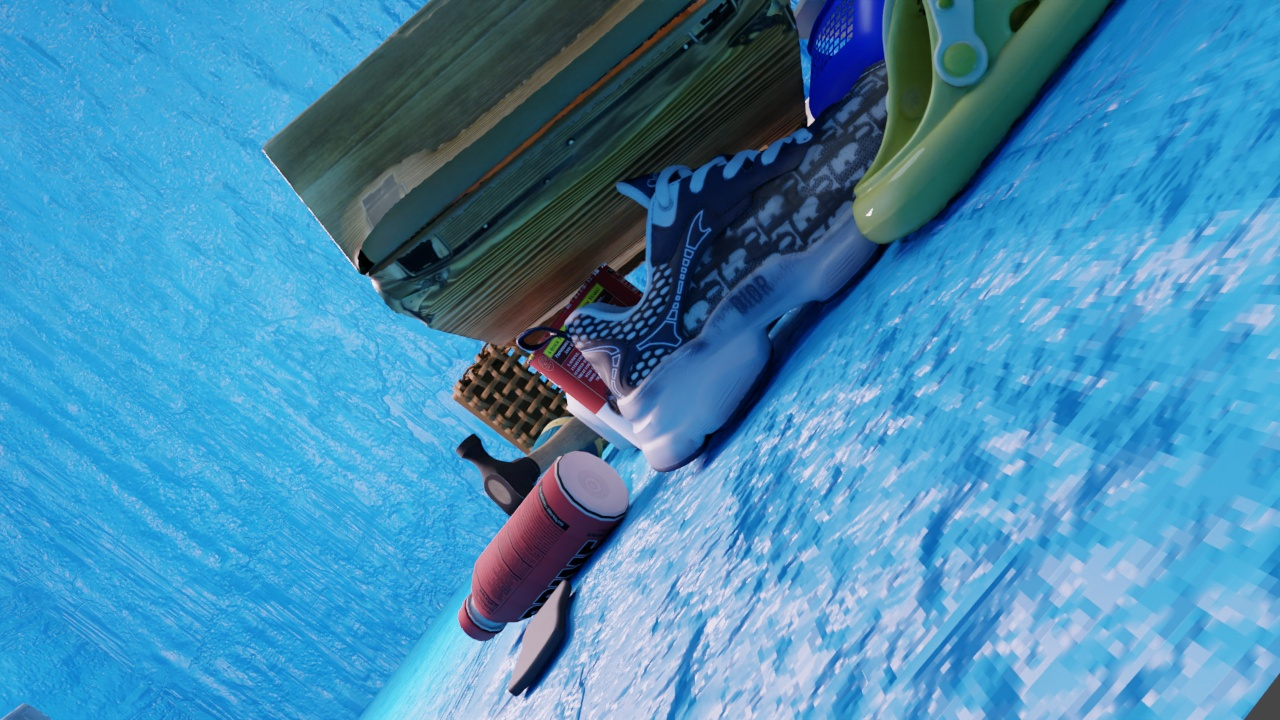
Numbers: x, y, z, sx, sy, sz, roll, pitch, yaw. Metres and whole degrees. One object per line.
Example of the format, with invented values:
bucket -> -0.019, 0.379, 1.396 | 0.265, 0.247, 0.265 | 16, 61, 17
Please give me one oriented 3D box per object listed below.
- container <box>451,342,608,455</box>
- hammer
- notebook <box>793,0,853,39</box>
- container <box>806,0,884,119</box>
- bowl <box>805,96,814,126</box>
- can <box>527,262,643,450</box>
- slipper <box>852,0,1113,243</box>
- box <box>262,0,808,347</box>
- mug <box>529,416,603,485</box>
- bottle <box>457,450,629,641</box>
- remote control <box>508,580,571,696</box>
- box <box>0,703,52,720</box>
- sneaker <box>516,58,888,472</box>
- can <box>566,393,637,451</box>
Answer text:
container -> -0.105, 0.009, 1.374 | 0.214, 0.219, 0.251 | -52, 2, 13
hammer -> -0.070, 0.089, 1.046 | 0.040, 0.132, 0.304 | -51, -10, 31
notebook -> 0.181, -0.233, 0.535 | 0.209, 0.153, 0.012 | 150, 116, -84
container -> 0.155, -0.182, 0.558 | 0.114, 0.096, 0.058 | 128, 148, -77
bowl -> 0.234, -0.291, 0.973 | 0.151, 0.075, 0.150 | -53, 1, 2
can -> -0.004, 0.004, 0.615 | 0.086, 0.116, 0.086 | -52, 2, 2
slipper -> 0.143, -0.143, 0.412 | 0.190, 0.081, 0.091 | -55, -1, 1
box -> -0.047, -0.149, 0.588 | 0.279, 0.168, 0.245 | -37, -4, 6
mug -> -0.099, 0.137, 1.114 | 0.107, 0.083, 0.114 | -72, 7, -73
bottle -> -0.080, 0.145, 0.674 | 0.177, 0.062, 0.062 | -51, 2, 28
remote control -> -0.058, 0.166, 0.554 | 0.046, 0.009, 0.124 | -53, 2, 0
box -> -0.308, 0.163, 0.240 | 0.166, 0.479, 0.119 | -59, -20, -78
sneaker -> 0.052, -0.074, 0.510 | 0.270, 0.132, 0.103 | -51, 0, 10
can -> -0.002, 0.011, 0.879 | 0.140, 0.088, 0.088 | -53, 2, -4
